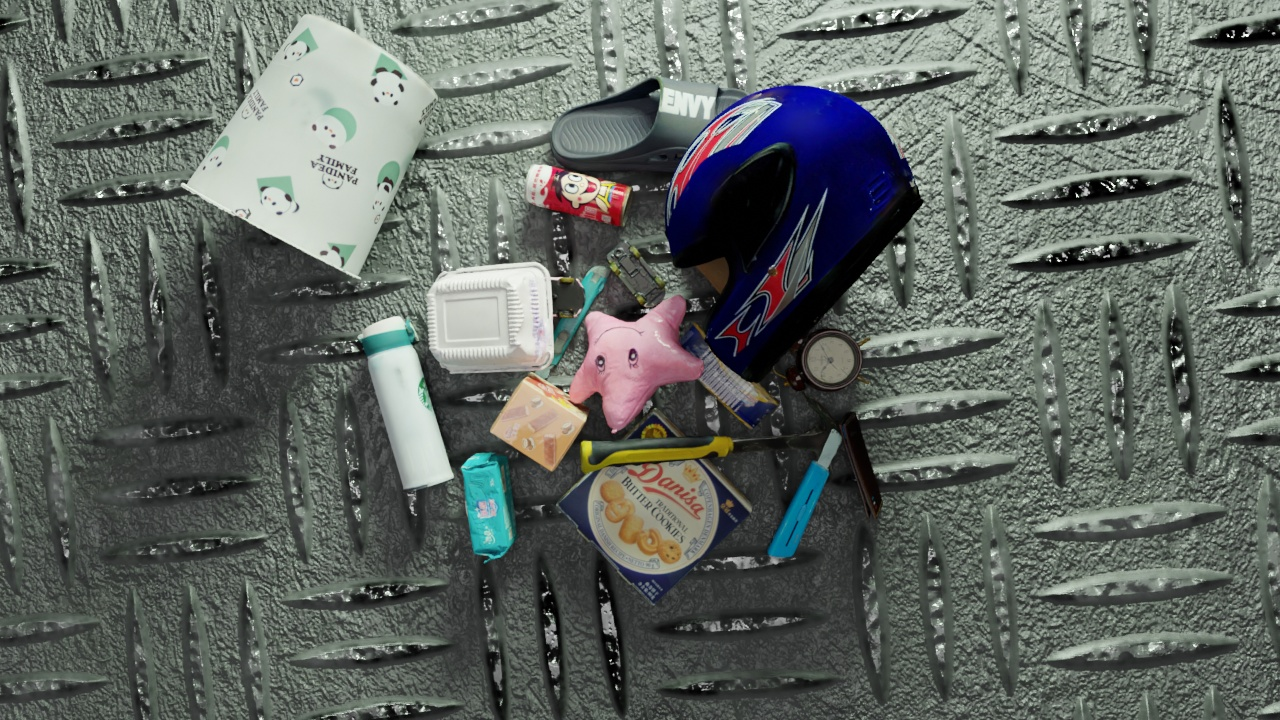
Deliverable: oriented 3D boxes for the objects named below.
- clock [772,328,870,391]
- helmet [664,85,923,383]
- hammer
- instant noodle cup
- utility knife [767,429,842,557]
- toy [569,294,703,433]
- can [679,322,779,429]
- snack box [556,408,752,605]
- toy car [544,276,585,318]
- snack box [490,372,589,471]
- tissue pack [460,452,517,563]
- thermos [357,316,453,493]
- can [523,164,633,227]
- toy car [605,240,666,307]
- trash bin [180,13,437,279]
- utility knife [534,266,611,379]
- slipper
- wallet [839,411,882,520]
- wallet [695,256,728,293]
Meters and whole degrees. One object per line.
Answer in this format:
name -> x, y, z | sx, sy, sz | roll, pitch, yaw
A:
clock -> 0.226, -0.001, 1.158 | 0.122, 0.055, 0.082 | 2, 91, 6
helmet -> 0.144, -0.160, 1.045 | 0.240, 0.246, 0.316 | 43, 111, 12
hammer -> 0.088, 0.103, 1.122 | 0.323, 0.032, 0.126 | -3, 119, -9
instant noodle cup -> -0.200, -0.053, 1.163 | 0.174, 0.060, 0.138 | -2, 92, 23
utility knife -> 0.209, 0.169, 1.150 | 0.034, 0.018, 0.195 | 18, 112, -4
toy -> -0.007, 0.007, 1.125 | 0.195, 0.074, 0.178 | -6, 63, 34
can -> 0.106, 0.020, 1.159 | 0.148, 0.074, 0.049 | 44, 96, 1
snack box -> 0.017, 0.187, 1.184 | 0.182, 0.045, 0.178 | -45, 88, 4
toy car -> -0.131, -0.083, 1.194 | 0.122, 0.037, 0.056 | 3, 96, 7
snack box -> -0.125, 0.075, 1.164 | 0.094, 0.092, 0.077 | 33, 96, -3
tissue pack -> -0.193, 0.186, 1.177 | 0.050, 0.093, 0.133 | -7, 90, 0
thermos -> -0.304, 0.055, 1.197 | 0.073, 0.073, 0.224 | -16, 89, 5
can -> -0.080, -0.213, 1.180 | 0.133, 0.053, 0.053 | 15, 92, 4
toy car -> -0.004, -0.110, 1.185 | 0.042, 0.035, 0.090 | -39, 94, 6
trash bin -> -0.391, -0.263, 1.127 | 0.229, 0.229, 0.252 | 28, 88, 4
utility knife -> -0.102, -0.029, 1.205 | 0.029, 0.013, 0.223 | 30, 94, 2
slipper -> 0.012, -0.295, 1.147 | 0.268, 0.083, 0.110 | -4, 76, 8
wallet -> 0.272, 0.129, 1.137 | 0.020, 0.096, 0.122 | -17, 90, 18
wallet -> 0.121, -0.129, 1.177 | 0.090, 0.033, 0.115 | -43, 87, 1
